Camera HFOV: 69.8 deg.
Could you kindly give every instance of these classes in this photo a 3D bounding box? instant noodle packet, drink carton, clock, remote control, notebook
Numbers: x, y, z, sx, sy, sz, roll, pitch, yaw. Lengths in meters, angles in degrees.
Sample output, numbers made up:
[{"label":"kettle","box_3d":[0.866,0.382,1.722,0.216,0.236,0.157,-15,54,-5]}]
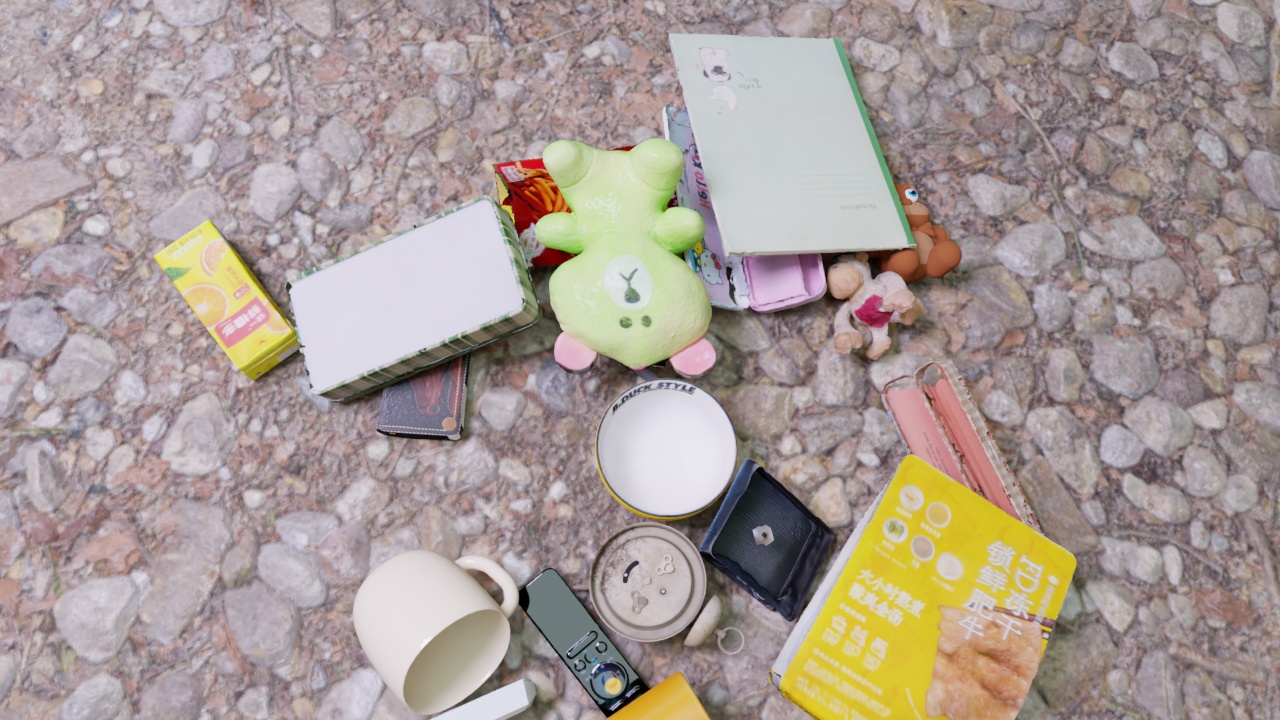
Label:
[{"label":"instant noodle packet","box_3d":[0.227,0.207,0.729,0.163,0.084,0.221,32,80,8]},{"label":"drink carton","box_3d":[-0.357,-0.051,0.801,0.058,0.043,0.134,-38,78,-12]},{"label":"clock","box_3d":[0.022,0.193,0.745,0.141,0.055,0.092,32,73,14]},{"label":"remote control","box_3d":[-0.147,0.282,0.703,0.143,0.050,0.024,-21,75,-11]},{"label":"remote control","box_3d":[-0.041,0.238,0.743,0.041,0.020,0.152,-38,80,-10]},{"label":"notebook","box_3d":[0.136,-0.206,0.847,0.181,0.010,0.252,-4,64,-15]}]

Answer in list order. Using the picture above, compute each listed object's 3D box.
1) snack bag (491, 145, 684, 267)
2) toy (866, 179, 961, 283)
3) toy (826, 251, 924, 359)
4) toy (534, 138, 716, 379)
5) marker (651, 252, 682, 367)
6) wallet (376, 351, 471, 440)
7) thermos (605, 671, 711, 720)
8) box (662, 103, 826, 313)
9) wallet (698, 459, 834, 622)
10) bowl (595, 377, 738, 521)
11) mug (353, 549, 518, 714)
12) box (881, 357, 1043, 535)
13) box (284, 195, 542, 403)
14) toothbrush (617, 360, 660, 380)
[{"label":"snack bag","box_3d":[-0.027,-0.146,0.864,0.207,0.067,0.138,-7,67,-17]},{"label":"toy","box_3d":[0.247,-0.132,0.867,0.095,0.065,0.127,-5,67,-15]},{"label":"toy","box_3d":[0.206,-0.062,0.832,0.074,0.085,0.106,8,48,-37]},{"label":"toy","box_3d":[-0.014,-0.086,0.775,0.150,0.107,0.197,-1,100,2]},{"label":"marker","box_3d":[0.023,-0.056,0.829,0.021,0.018,0.124,7,89,-47]},{"label":"wallet","box_3d":[-0.187,0.007,0.806,0.072,0.019,0.123,4,71,-3]},{"label":"thermos","box_3d":[-0.045,0.328,0.670,0.232,0.091,0.076,-31,106,-9]},{"label":"box","box_3d":[0.092,-0.141,0.857,0.146,0.077,0.201,-4,72,-10]},{"label":"wallet","box_3d":[0.104,0.148,0.756,0.115,0.026,0.089,43,67,-27]},{"label":"bowl","box_3d":[0.019,0.080,0.774,0.117,0.068,0.117,1,72,-4]},{"label":"mug","box_3d":[-0.157,0.193,0.707,0.120,0.096,0.100,-33,48,-27]},{"label":"box","box_3d":[0.277,0.091,0.800,0.041,0.083,0.187,-9,68,-39]},{"label":"box","box_3d":[-0.193,-0.049,0.778,0.206,0.051,0.117,-23,75,9]},{"label":"toothbrush","box_3d":[-0.005,0.005,0.828,0.167,0.013,0.012,35,72,10]}]
